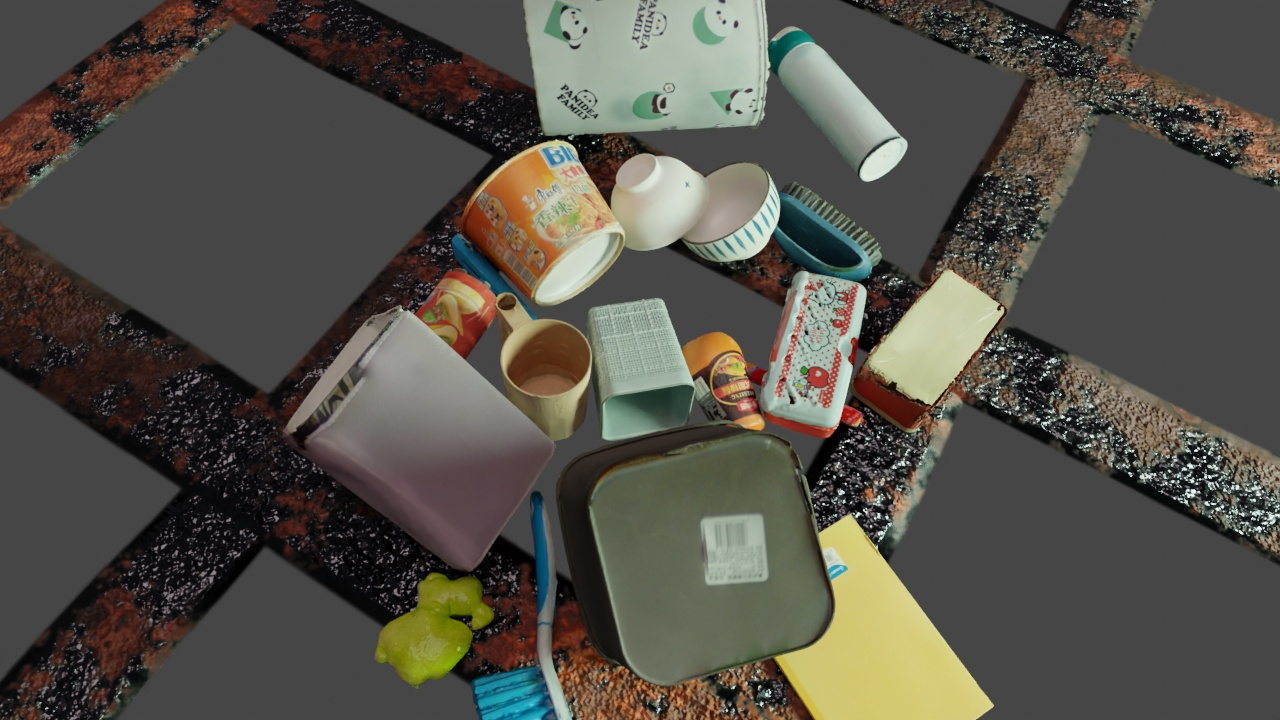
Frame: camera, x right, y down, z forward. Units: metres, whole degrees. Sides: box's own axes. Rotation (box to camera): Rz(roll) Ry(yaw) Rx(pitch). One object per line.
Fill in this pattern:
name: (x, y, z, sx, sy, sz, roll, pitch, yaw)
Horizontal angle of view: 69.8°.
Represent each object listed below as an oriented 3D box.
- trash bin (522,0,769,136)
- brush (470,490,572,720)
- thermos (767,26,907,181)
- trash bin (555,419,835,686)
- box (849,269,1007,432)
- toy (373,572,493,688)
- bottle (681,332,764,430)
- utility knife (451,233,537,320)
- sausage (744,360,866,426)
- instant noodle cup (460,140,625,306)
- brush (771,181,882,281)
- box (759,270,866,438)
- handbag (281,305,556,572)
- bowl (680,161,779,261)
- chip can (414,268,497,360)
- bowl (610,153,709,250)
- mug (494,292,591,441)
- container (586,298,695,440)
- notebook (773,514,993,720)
trash bin: (-0.001, -0.367, 1.053, 0.252, 0.230, 0.229, -8, 61, -3)
brush: (-0.094, 0.261, 0.782, 0.109, 0.061, 0.314, -13, 59, -17)
thermos: (0.234, -0.321, 1.125, 0.073, 0.073, 0.224, -24, 64, -17)
trash bin: (0.042, 0.146, 0.724, 0.198, 0.220, 0.199, -13, 83, -7)
box: (0.299, -0.017, 0.949, 0.091, 0.077, 0.168, 38, 64, 16)
toy: (-0.178, 0.234, 0.800, 0.096, 0.031, 0.100, 5, 60, -3)
bottle: (0.090, 0.047, 0.911, 0.066, 0.067, 0.149, -18, 70, -14)
utility knife: (-0.140, -0.064, 0.972, 0.018, 0.034, 0.185, -33, 69, -29)
sausage: (0.159, 0.033, 0.943, 0.156, 0.020, 0.020, 24, 61, 10)
instant noodle cup: (-0.095, -0.135, 0.956, 0.151, 0.152, 0.111, -33, 76, -21)
brush: (0.195, -0.136, 1.022, 0.144, 0.055, 0.073, 40, 65, 17)
box: (0.178, -0.014, 0.940, 0.087, 0.048, 0.200, 17, 52, 5)
handbag: (-0.191, 0.071, 0.804, 0.197, 0.099, 0.144, 45, 55, -24)
bowl: (0.103, -0.153, 1.007, 0.117, 0.066, 0.116, -23, 44, 24)
chip can: (-0.221, 0.009, 0.903, 0.073, 0.073, 0.216, 24, 61, 10)
bowl: (0.009, -0.185, 1.003, 0.118, 0.065, 0.118, -18, 49, 22)
mug: (-0.101, 0.008, 0.891, 0.084, 0.104, 0.124, -30, 67, -19)
container: (-0.005, 0.005, 0.910, 0.090, 0.090, 0.111, -9, 59, -10)
notebook: (0.195, 0.257, 0.824, 0.145, 0.010, 0.206, -27, 66, -17)
